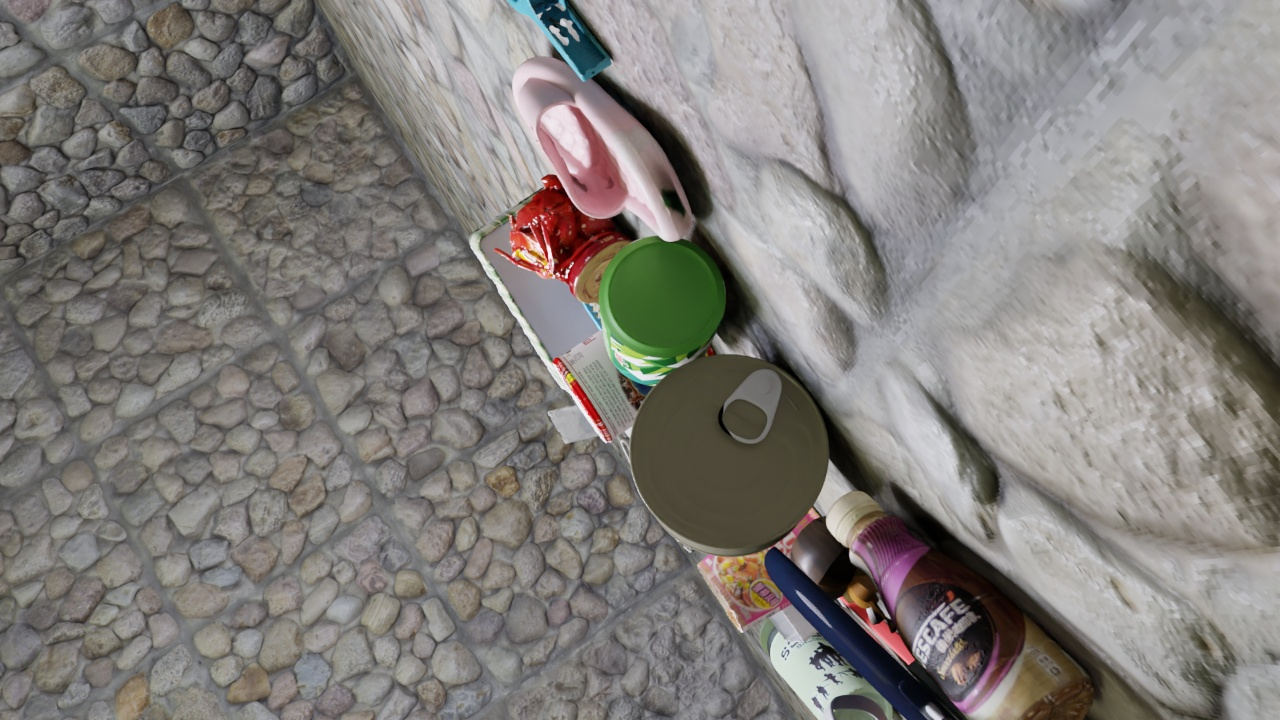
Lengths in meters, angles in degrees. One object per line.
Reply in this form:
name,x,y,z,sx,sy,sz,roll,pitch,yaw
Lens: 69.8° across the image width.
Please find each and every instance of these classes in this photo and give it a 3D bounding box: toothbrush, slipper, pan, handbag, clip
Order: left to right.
clip,-0.061,-0.222,0.568,0.119,0.027,0.102,50,167,39
slipper,-0.033,-0.138,0.621,0.221,0.055,0.107,45,168,49
toothbrush,0.214,0.235,0.775,0.018,0.012,0.212,60,172,-23
pan,0.150,0.187,0.499,0.199,0.021,0.356,44,176,4
handbag,0.216,0.294,0.562,0.223,0.095,0.215,11,173,40

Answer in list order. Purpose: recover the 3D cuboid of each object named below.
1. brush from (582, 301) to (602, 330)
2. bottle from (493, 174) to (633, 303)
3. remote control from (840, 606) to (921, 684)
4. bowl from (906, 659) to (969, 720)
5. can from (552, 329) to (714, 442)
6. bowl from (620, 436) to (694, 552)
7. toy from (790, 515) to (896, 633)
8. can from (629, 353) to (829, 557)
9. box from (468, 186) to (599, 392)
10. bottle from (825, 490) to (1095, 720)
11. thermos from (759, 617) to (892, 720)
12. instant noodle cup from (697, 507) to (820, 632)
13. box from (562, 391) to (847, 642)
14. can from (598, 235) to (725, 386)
brush,-0.018,-0.045,0.907,0.136,0.055,0.075,56,167,9
bottle,-0.068,-0.109,0.808,0.111,0.099,0.099,48,170,25
remote control,0.210,0.268,0.815,0.114,0.028,0.060,45,177,21
bowl,0.210,0.206,0.537,0.106,0.039,0.106,44,177,3
can,-0.005,0.005,0.794,0.086,0.116,0.087,55,172,11
bowl,0.050,0.164,1.236,0.178,0.081,0.178,55,172,12
toy,0.158,0.164,0.690,0.100,0.062,0.076,41,127,37
can,0.059,0.067,0.622,0.127,0.127,0.073,54,174,17
box,-0.080,-0.073,0.964,0.205,0.117,0.051,58,168,-23
bottle,0.163,0.134,0.503,0.166,0.059,0.060,49,170,46
thermos,0.218,0.378,1.115,0.082,0.082,0.231,58,172,-14
instant noodle cup,0.114,0.180,0.814,0.097,0.108,0.098,55,172,12
box,0.072,0.160,1.028,0.368,0.098,0.166,48,170,14
can,0.013,-0.030,0.659,0.083,0.083,0.144,55,174,8
